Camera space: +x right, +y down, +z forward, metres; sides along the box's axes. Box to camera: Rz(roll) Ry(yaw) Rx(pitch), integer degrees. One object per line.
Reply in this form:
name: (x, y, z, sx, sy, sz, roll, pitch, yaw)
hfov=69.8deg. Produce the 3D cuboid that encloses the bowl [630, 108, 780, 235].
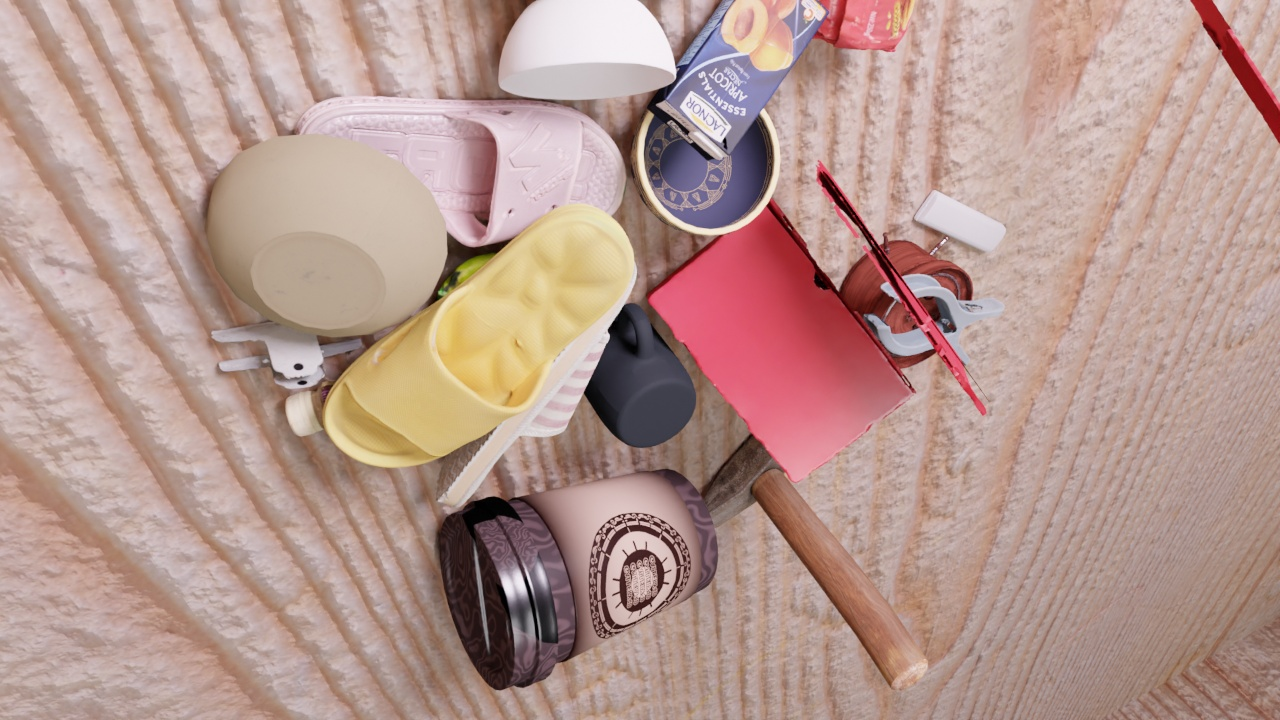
bowl: (0.041, -0.150, 0.694, 0.112, 0.061, 0.112, -2, 96, -19)

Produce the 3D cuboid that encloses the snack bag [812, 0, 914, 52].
snack bag: (0.163, -0.301, 0.637, 0.082, 0.082, 0.177, -14, 132, -22)

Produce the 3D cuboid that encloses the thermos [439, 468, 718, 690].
thermos: (-0.054, 0.192, 0.874, 0.225, 0.172, 0.173, -13, 133, -32)

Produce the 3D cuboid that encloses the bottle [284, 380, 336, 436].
bottle: (-0.188, 0.020, 0.710, 0.166, 0.059, 0.060, -17, 134, -8)

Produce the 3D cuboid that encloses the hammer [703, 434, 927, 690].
hammer: (0.175, 0.199, 0.915, 0.037, 0.300, 0.158, 26, 110, -44)

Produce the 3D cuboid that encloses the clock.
clock: (0.254, -0.047, 0.917, 0.120, 0.072, 0.158, -2, 127, -31)

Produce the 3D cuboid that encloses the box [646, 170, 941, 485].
box: (0.136, -0.054, 0.888, 0.198, 0.351, 0.217, -38, 100, 7)

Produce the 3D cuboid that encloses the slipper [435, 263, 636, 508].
slipper: (-0.081, 0.022, 0.751, 0.052, 0.115, 0.263, 33, 110, -20)

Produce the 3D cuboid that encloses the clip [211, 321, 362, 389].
clip: (-0.249, -0.009, 0.656, 0.101, 0.056, 0.056, -12, 100, -23)

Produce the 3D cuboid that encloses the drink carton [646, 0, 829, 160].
drink carton: (0.067, -0.209, 0.641, 0.064, 0.040, 0.130, 37, 84, -18)

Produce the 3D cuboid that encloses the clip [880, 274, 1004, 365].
clip: (0.269, -0.024, 0.874, 0.162, 0.028, 0.112, 7, 121, -34)

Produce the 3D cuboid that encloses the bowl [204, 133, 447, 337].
bowl: (-0.203, -0.066, 0.591, 0.152, 0.050, 0.153, -3, 136, -3)

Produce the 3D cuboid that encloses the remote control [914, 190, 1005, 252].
remote control: (0.326, -0.138, 0.927, 0.130, 0.012, 0.033, 12, 119, -38)

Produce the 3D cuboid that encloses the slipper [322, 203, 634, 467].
slipper: (-0.110, -0.002, 0.639, 0.264, 0.078, 0.099, -40, 120, 11)

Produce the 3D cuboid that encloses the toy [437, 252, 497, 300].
toy: (-0.108, -0.061, 0.699, 0.093, 0.036, 0.094, -17, 158, -41)

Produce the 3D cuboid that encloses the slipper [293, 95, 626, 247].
slipper: (-0.109, -0.127, 0.627, 0.239, 0.064, 0.094, -1, 127, -30)

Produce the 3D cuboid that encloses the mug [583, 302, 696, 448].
mug: (-0.005, 0.005, 0.784, 0.085, 0.094, 0.122, -16, 134, -20)

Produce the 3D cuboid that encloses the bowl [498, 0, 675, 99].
bowl: (-0.035, -0.203, 0.587, 0.114, 0.115, 0.050, -6, 97, -28)
